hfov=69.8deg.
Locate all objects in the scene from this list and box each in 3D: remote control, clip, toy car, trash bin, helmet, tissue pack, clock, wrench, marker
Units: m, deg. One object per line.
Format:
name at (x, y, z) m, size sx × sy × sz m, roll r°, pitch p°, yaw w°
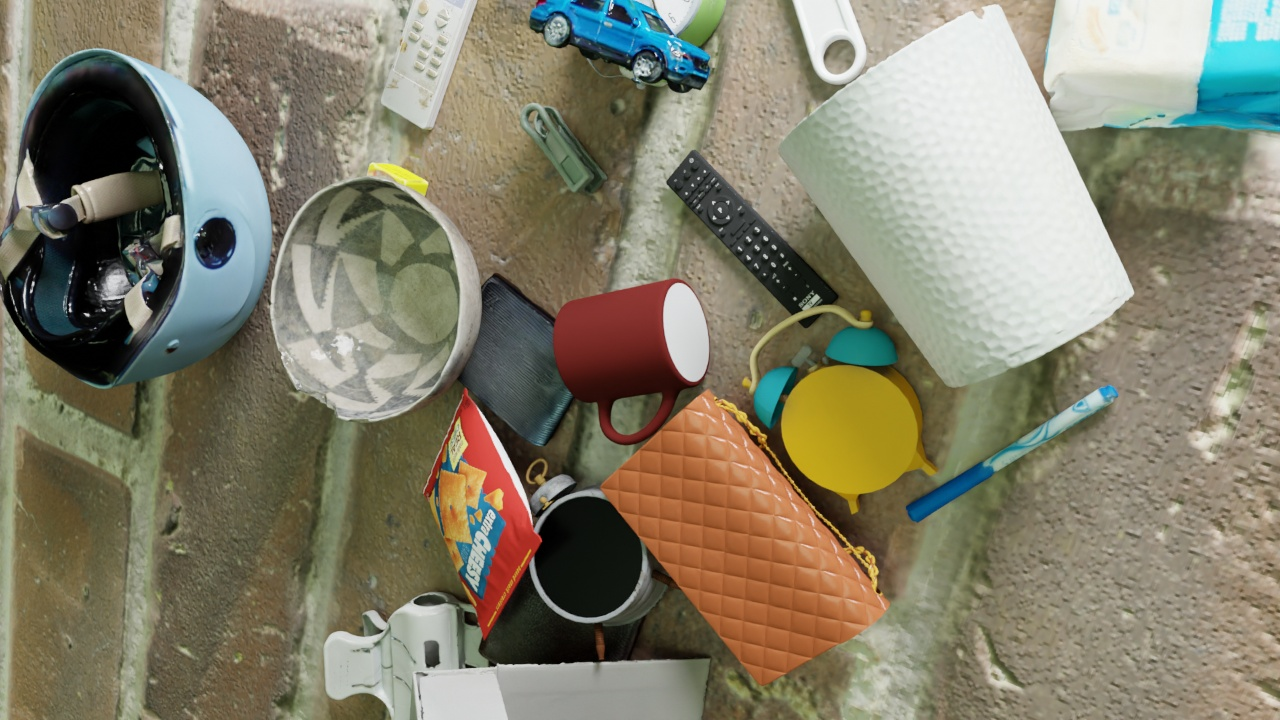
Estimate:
remote control at (0.072, -0.081, 0.608) m, size 0.140 × 0.009 × 0.030 m, roll 48°, pitch 116°, yaw 13°
clip at (-0.056, -0.152, 0.654) m, size 0.023 × 0.045 × 0.076 m, roll -42°, pitch 78°, yaw 25°
toy car at (-0.012, -0.198, 0.559) m, size 0.120 × 0.056 × 0.044 m, roll 30°, pitch 110°, yaw 22°
clip at (-0.193, 0.258, 0.778) m, size 0.144 × 0.075 × 0.125 m, roll 4°, pitch 97°, yaw 17°
trash bin at (0.172, -0.080, 0.494) m, size 0.134 × 0.133 × 0.161 m, roll -31°, pitch 88°, yaw 28°
helmet at (-0.409, -0.117, 0.764) m, size 0.225 × 0.166 × 0.266 m, roll 23°, pitch 110°, yaw 20°
tissue pack at (0.272, -0.219, 0.450) m, size 0.117 × 0.065 × 0.209 m, roll 9°, pitch 101°, yaw 27°
clock at (0.126, 0.029, 0.581) m, size 0.099 × 0.043 × 0.129 m, roll -33°, pitch 90°, yaw 28°
remote control at (-0.158, -0.249, 0.700) m, size 0.050 × 0.011 × 0.136 m, roll 33°, pitch 112°, yaw 19°
wrench at (0.083, -0.300, 0.564) m, size 0.066 × 0.018 × 0.273 m, roll -19°, pitch 90°, yaw 29°
clock at (0.008, -0.235, 0.598) m, size 0.120 × 0.042 × 0.094 m, roll -38°, pitch 79°, yaw 27°
clock at (-0.038, 0.131, 0.670) m, size 0.104 × 0.056 × 0.148 m, roll -43°, pitch 71°, yaw 10°
marker at (0.220, 0.057, 0.552) m, size 0.142 × 0.013 × 0.013 m, roll -40°, pitch 79°, yaw 27°

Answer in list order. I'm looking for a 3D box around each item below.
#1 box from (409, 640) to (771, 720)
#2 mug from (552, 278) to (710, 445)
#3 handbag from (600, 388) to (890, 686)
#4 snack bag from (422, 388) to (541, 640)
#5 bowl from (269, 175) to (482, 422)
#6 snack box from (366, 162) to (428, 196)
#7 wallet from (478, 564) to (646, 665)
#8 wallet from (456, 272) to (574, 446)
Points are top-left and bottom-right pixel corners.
box at (-0.026, 0.297, 0.650) m, size 0.172 × 0.379 × 0.167 m, roll 19°, pitch 107°, yaw 41°
mug at (-0.004, 0.004, 0.621) m, size 0.083 × 0.073 × 0.105 m, roll -10°, pitch 80°, yaw 28°
handbag at (0.071, 0.112, 0.605) m, size 0.172 × 0.060 × 0.109 m, roll 50°, pitch 130°, yaw 7°
snack bag at (-0.124, 0.117, 0.704) m, size 0.144 × 0.039 × 0.131 m, roll 57°, pitch 135°, yaw 32°
bowl at (-0.183, -0.045, 0.686) m, size 0.179 × 0.081 × 0.178 m, roll 2°, pitch 95°, yaw 25°
snack box at (-0.215, -0.084, 0.747) m, size 0.040 × 0.028 × 0.148 m, roll 30°, pitch 110°, yaw 21°
wallet at (-0.062, 0.210, 0.717) m, size 0.120 × 0.031 × 0.099 m, roll 23°, pitch 107°, yaw 17°
wallet at (-0.095, -0.002, 0.699) m, size 0.115 × 0.026 × 0.089 m, roll 38°, pitch 112°, yaw 17°
